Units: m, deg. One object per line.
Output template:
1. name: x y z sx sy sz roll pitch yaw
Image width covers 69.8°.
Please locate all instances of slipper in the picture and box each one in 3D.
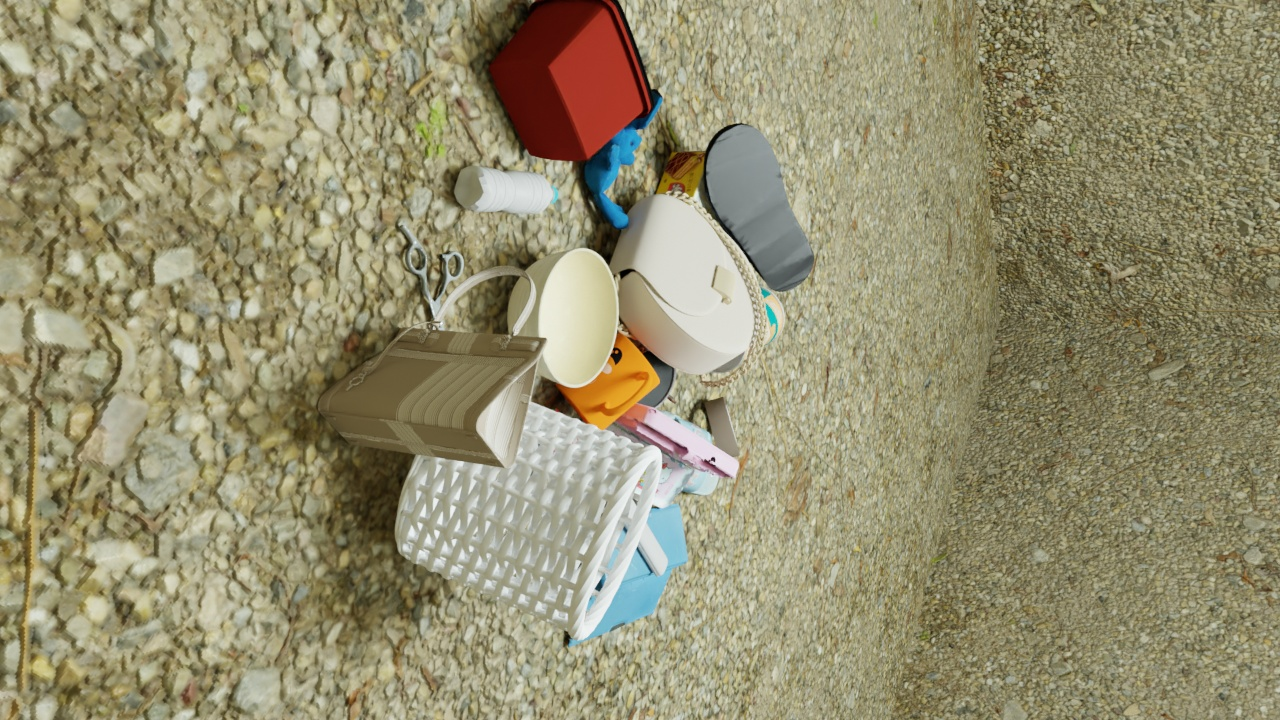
1. slipper: 0.152 -0.213 1.276 0.109 0.083 0.265 -37 126 -2
2. slipper: 0.070 0.141 1.321 0.245 0.074 0.104 36 64 -57

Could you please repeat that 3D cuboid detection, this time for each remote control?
1. remote control: 0.003 0.229 1.205 0.131 0.012 0.033 62 33 -28

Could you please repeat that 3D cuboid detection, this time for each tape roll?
1. tape roll: 0.125 0.104 1.403 0.093 0.030 0.093 -15 89 -85

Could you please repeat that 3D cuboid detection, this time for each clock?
1. clock: -0.007 0.007 1.160 0.103 0.056 0.148 -29 127 -26

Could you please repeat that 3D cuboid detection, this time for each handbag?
1. handbag: -0.157 -0.009 0.813 0.197 0.176 0.062 -65 144 -32
2. handbag: 0.054 -0.090 1.151 0.208 0.104 0.210 36 44 -21

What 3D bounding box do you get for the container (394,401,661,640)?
1. container: -0.101 0.137 0.866 0.189 0.187 0.189 22 89 -78

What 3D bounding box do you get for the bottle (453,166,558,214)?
1. bottle: -0.132 -0.174 0.945 0.136 0.044 0.044 -12 106 -58

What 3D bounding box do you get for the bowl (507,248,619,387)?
1. bowl: -0.094 -0.049 1.003 0.150 0.075 0.151 -16 110 -56

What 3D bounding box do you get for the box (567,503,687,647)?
1. box: -0.009 0.286 1.237 0.231 0.060 0.175 3 95 -60

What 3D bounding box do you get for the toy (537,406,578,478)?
1. toy: -0.097 0.099 1.063 0.103 0.046 0.084 18 66 -64

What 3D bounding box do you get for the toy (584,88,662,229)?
1. toy: -0.030 -0.244 1.081 0.071 0.112 0.177 0 122 -25

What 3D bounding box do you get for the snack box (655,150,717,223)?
1. snack box: 0.069 -0.221 1.256 0.083 0.061 0.105 51 53 -52

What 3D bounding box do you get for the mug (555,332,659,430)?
1. mug: -0.031 0.032 1.058 0.096 0.112 0.077 -39 119 -8

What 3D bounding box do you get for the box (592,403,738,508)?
1. box: 0.021 0.131 1.166 0.201 0.111 0.101 34 77 -43

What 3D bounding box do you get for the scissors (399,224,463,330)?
1. scissors: -0.203 -0.048 0.881 0.130 0.014 0.153 34 63 -57

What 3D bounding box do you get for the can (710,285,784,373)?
1. can: 0.143 -0.049 1.378 0.143 0.099 0.099 -30 121 -54

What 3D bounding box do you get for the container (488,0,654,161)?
1. container: -0.056 -0.320 0.978 0.200 0.127 0.148 -55 139 -29
